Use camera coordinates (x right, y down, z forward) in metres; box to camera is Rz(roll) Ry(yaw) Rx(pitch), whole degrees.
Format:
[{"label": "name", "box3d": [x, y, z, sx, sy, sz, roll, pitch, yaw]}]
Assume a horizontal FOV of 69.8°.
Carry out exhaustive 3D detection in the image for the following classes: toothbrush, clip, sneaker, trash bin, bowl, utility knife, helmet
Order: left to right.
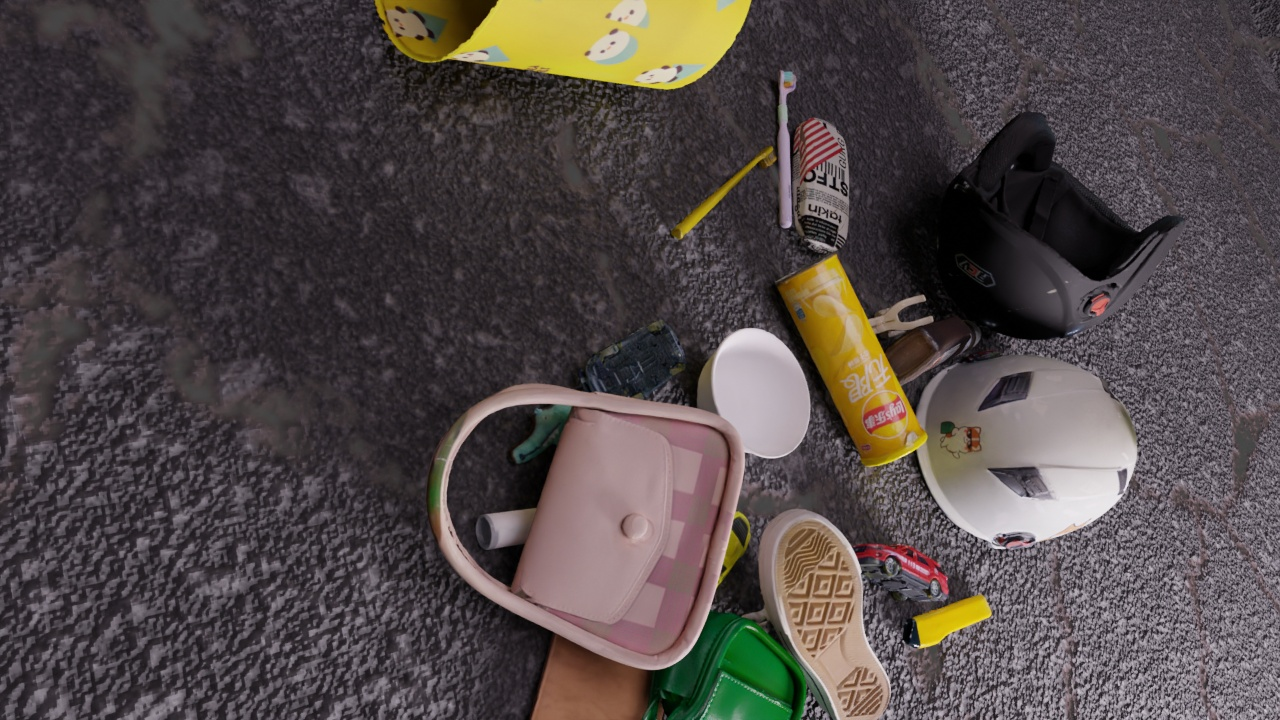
[{"label": "trash bin", "box3d": [-0.055, -0.339, 0.757, 0.254, 0.230, 0.229, -1, 76, -44]}, {"label": "toothbrush", "box3d": [-0.028, 0.124, 0.740, 0.220, 0.027, 0.026, -1, 50, -37]}, {"label": "toothbrush", "box3d": [0.089, -0.172, 0.933, 0.189, 0.016, 0.016, -45, 110, -38]}, {"label": "bowl", "box3d": [0.090, 0.036, 0.834, 0.118, 0.065, 0.118, 13, 68, -34]}, {"label": "toothbrush", "box3d": [0.160, -0.231, 1.003, 0.029, 0.021, 0.189, 20, 66, -43]}, {"label": "sneaker", "box3d": [0.147, 0.221, 0.805, 0.118, 0.088, 0.241, -34, 119, -17]}, {"label": "clip", "box3d": [0.277, -0.045, 1.004, 0.101, 0.095, 0.035, -10, 82, -50]}, {"label": "utility knife", "box3d": [0.324, 0.274, 0.965, 0.156, 0.015, 0.033, -2, 83, -39]}, {"label": "helmet", "box3d": [0.458, -0.134, 1.065, 0.274, 0.231, 0.233, -12, 50, -36]}, {"label": "helmet", "box3d": [0.453, 0.092, 1.031, 0.273, 0.157, 0.229, 8, 70, -35]}]

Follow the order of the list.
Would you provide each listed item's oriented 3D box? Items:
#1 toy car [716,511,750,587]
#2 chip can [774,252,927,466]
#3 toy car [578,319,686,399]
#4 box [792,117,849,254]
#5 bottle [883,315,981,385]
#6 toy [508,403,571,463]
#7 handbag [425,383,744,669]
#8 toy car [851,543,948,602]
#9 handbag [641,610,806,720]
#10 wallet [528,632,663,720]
[{"label": "toy car", "box3d": [0.060, 0.169, 0.789, 0.105, 0.032, 0.048, -42, 102, -36]}, {"label": "chip can", "box3d": [0.214, 0.000, 0.937, 0.071, 0.072, 0.213, -29, 92, -39]}, {"label": "toy car", "box3d": [-0.005, 0.005, 0.793, 0.120, 0.037, 0.054, -32, 95, -49]}, {"label": "box", "box3d": [0.199, -0.194, 1.003, 0.069, 0.052, 0.164, 8, 70, -15]}, {"label": "bottle", "box3d": [0.334, -0.017, 1.028, 0.194, 0.080, 0.044, -14, 64, -52]}, {"label": "toy", "box3d": [-0.057, 0.069, 0.738, 0.096, 0.030, 0.092, -35, 93, -31]}, {"label": "handbag", "box3d": [-0.046, 0.105, 0.665, 0.234, 0.093, 0.193, 23, 79, -29]}, {"label": "toy car", "box3d": [0.255, 0.207, 0.913, 0.120, 0.053, 0.045, 27, 59, -31]}, {"label": "handbag", "box3d": [0.064, 0.267, 0.727, 0.131, 0.068, 0.120, 49, 57, -32]}, {"label": "wallet", "box3d": [-0.032, 0.269, 0.697, 0.115, 0.020, 0.101, 30, 59, -24]}]
